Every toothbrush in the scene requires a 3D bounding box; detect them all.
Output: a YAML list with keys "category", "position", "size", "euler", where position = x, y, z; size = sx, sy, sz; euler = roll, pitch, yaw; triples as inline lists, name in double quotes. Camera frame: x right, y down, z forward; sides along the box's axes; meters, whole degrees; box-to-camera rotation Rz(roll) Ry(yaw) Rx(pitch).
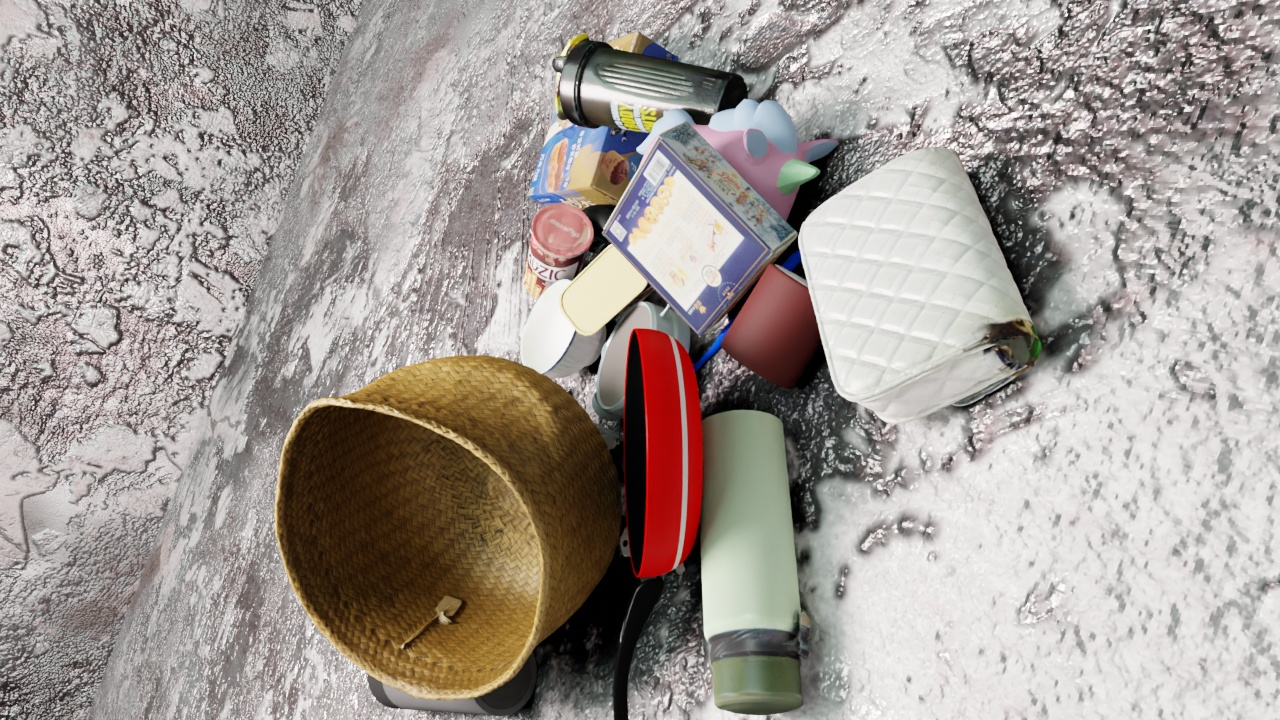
- category: "toothbrush"
  position: [0.091, -0.041, 0.877]
  size: [0.183, 0.018, 0.016]
  euler: [-48, 15, 28]

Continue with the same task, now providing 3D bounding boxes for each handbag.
- category: "handbag"
  position: [0.204, -0.056, 0.689]
  size: [0.139, 0.072, 0.194]
  euler: [-30, 49, 31]

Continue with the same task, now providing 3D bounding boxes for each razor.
- category: "razor"
  position: [-0.028, -0.142, 1.076]
  size: [0.151, 0.053, 0.067]
  euler: [39, 131, 46]

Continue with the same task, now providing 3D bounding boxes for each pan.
- category: "pan"
  position: [0.009, 0.151, 0.777]
  size: [0.209, 0.067, 0.356]
  euler: [149, 120, -83]

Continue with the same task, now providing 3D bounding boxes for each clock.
- category: "clock"
  position: [-0.006, 0.006, 0.944]
  size: [0.160, 0.045, 0.122]
  euler: [-32, 42, 55]

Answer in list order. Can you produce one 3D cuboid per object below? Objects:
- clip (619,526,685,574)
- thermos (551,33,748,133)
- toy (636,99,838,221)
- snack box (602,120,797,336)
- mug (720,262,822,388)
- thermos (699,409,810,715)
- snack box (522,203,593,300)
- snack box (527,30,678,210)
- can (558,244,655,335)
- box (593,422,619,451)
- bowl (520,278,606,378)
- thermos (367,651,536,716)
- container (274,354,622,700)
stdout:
- category: "clip"
  position: [0.002, 0.164, 0.870]
  size: [0.059, 0.050, 0.101]
  euler: [-35, 45, 21]
- category: "thermos"
  position: [0.004, -0.293, 1.003]
  size: [0.221, 0.098, 0.098]
  euler: [18, 87, 28]
- category: "toy"
  position: [0.074, -0.191, 0.893]
  size: [0.222, 0.120, 0.172]
  euler: [54, 132, 33]
- category: "snack box"
  position: [0.048, -0.117, 0.843]
  size: [0.042, 0.145, 0.145]
  euler: [-39, -8, -38]
- category: "mug"
  position: [0.121, -0.034, 0.798]
  size: [0.083, 0.073, 0.105]
  euler: [-59, 7, 13]
- category: "thermos"
  position: [0.089, 0.158, 0.727]
  size: [0.083, 0.082, 0.231]
  euler: [-31, 49, 42]
- category: "snack box"
  position: [-0.100, -0.124, 1.093]
  size: [0.122, 0.072, 0.072]
  euler: [117, 158, -62]
- category: "snack box"
  position: [-0.049, -0.292, 1.155]
  size: [0.155, 0.069, 0.202]
  euler: [7, 78, 54]
- category: "can"
  position: [-0.018, -0.086, 0.975]
  size: [0.117, 0.092, 0.056]
  euler: [-40, 87, 35]
- category: "box"
  position: [-0.132, 0.104, 1.002]
  size: [0.198, 0.134, 0.040]
  euler: [-42, 15, 34]
- category: "bowl"
  position: [-0.081, -0.030, 1.066]
  size: [0.118, 0.062, 0.118]
  euler: [-29, 50, 42]
- category: "thermos"
  position: [-0.217, 0.351, 1.030]
  size: [0.241, 0.082, 0.082]
  euler: [-21, 56, 47]
- category: "container"
  position: [-0.174, 0.150, 0.889]
  size: [0.307, 0.196, 0.307]
  euler: [9, 110, 25]
